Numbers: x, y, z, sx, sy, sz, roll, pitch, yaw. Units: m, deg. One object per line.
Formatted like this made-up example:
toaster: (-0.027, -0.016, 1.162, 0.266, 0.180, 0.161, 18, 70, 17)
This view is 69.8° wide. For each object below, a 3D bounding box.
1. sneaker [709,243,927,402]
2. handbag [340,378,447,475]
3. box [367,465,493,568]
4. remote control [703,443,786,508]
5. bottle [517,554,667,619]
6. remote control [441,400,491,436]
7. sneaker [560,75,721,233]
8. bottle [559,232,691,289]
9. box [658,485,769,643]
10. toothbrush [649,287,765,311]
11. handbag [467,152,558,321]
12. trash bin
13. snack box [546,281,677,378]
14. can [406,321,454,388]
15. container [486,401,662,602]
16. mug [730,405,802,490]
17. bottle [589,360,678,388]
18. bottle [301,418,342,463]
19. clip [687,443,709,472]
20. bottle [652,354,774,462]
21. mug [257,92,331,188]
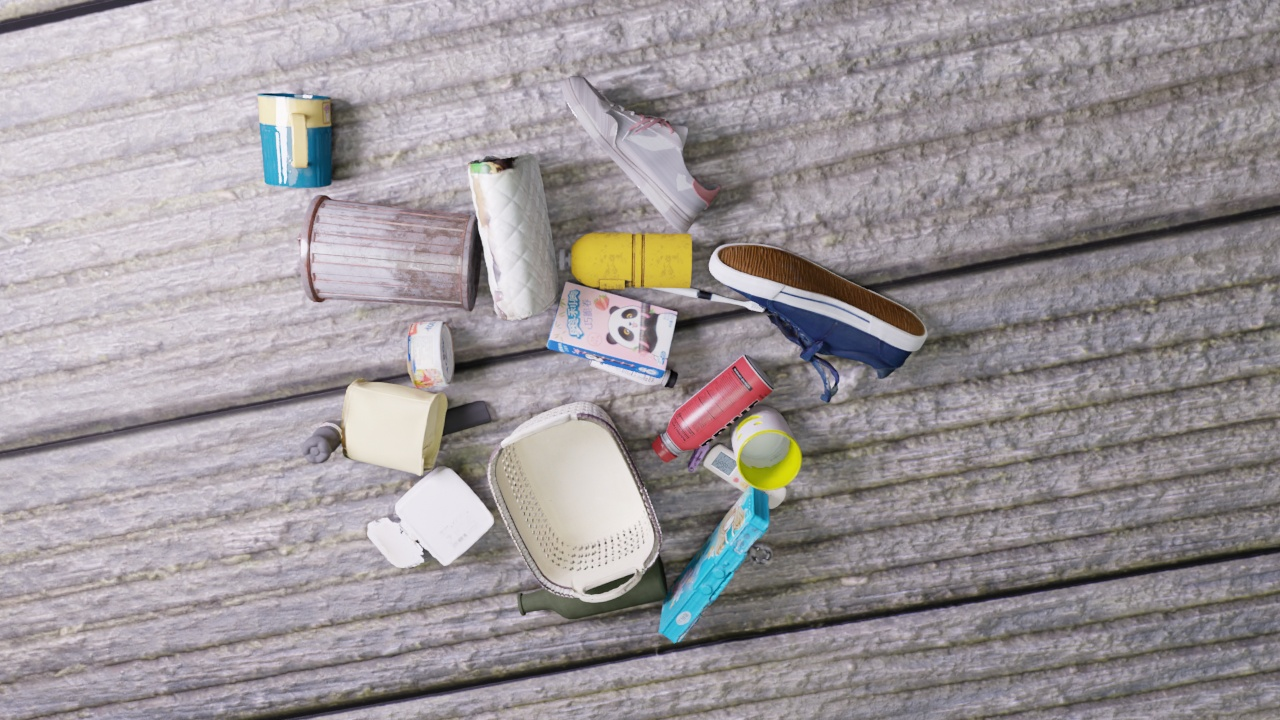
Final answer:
sneaker: (0.209, -0.048, 1.173, 0.294, 0.120, 0.127, 23, 124, -10)
handbag: (-0.326, 0.086, 1.204, 0.119, 0.081, 0.111, 11, 97, 4)
box: (-0.297, 0.230, 1.253, 0.189, 0.101, 0.111, -36, 101, 4)
remote control: (0.145, 0.160, 1.266, 0.125, 0.018, 0.038, 34, 103, -8)
bottle: (-0.069, 0.320, 1.284, 0.207, 0.071, 0.071, -13, 105, 4)
remote control: (-0.275, 0.088, 1.247, 0.147, 0.015, 0.033, -16, 105, 5)
sneaker: (0.008, -0.266, 1.105, 0.089, 0.099, 0.236, -41, 109, 11)
bottle: (-0.019, -0.125, 1.156, 0.164, 0.071, 0.071, 1, 106, 0)
box: (0.101, 0.278, 1.250, 0.039, 0.094, 0.227, 32, 109, -5)
toothbrush: (0.073, -0.088, 1.195, 0.187, 0.017, 0.012, 11, 74, -3)
handbag: (-0.157, -0.153, 1.117, 0.072, 0.138, 0.195, -7, 105, 9)
trash bin: (-0.310, -0.129, 1.127, 0.211, 0.130, 0.131, 5, 106, -3)
snack box: (-0.035, -0.039, 1.178, 0.154, 0.033, 0.087, 15, 66, -4)
can: (-0.270, -0.008, 1.183, 0.043, 0.086, 0.086, -4, 106, 1)
container: (-0.082, 0.174, 1.206, 0.185, 0.143, 0.252, -21, 105, 7)
mug: (0.163, 0.113, 1.206, 0.082, 0.106, 0.082, 0, 105, 0)
bottle: (-0.007, 0.007, 1.210, 0.116, 0.041, 0.041, 21, 105, -6)
bottle: (-0.409, 0.101, 1.202, 0.036, 0.109, 0.036, 0, 106, 0)
clip: (0.079, 0.130, 1.254, 0.013, 0.033, 0.051, 25, 105, -8)
bottle: (0.091, 0.069, 1.217, 0.177, 0.062, 0.062, -40, 102, 11)
mug: (-0.412, -0.262, 1.097, 0.083, 0.113, 0.107, -2, 109, -23)
